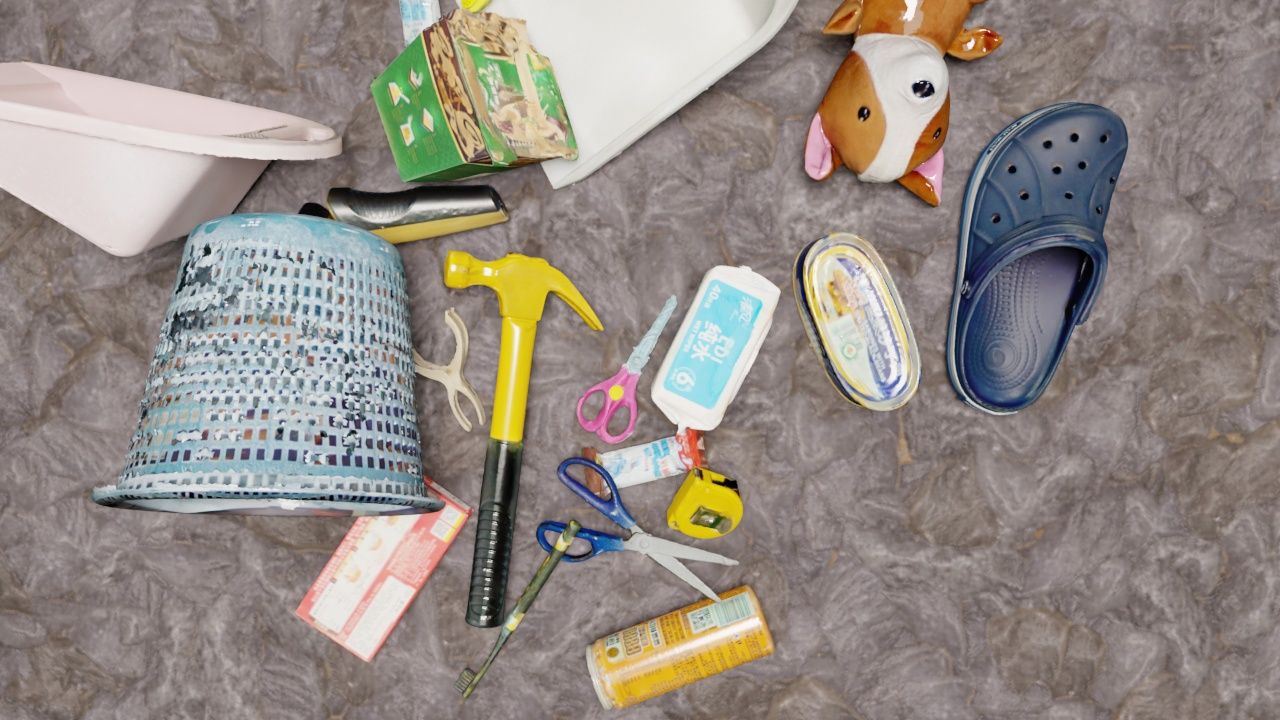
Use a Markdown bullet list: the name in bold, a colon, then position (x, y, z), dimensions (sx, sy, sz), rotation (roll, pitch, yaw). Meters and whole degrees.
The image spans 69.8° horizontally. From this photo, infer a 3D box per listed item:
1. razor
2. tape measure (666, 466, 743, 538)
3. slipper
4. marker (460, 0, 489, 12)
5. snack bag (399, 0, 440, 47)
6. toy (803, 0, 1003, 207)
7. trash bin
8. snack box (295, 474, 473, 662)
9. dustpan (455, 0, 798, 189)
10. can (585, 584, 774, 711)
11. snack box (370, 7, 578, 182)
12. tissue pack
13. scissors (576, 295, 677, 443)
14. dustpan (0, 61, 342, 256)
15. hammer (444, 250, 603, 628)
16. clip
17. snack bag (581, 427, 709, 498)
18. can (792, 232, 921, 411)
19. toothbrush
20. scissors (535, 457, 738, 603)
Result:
- **razor**: position (-0.191, -0.112, 0.741), dimensions (0.167, 0.062, 0.068), rotation (-9, 123, -4)
- **tape measure**: position (0.055, 0.120, 0.743), dimensions (0.057, 0.028, 0.060), rotation (20, 121, -16)
- **slipper**: position (0.302, -0.080, 0.709), dimensions (0.105, 0.095, 0.253), rotation (15, 97, -2)
- **marker**: position (-0.095, -0.312, 0.703), dimensions (0.124, 0.015, 0.018), rotation (-34, 91, 29)
- **snack bag**: position (-0.178, -0.281, 0.739), dimensions (0.045, 0.026, 0.105), rotation (-7, 92, 10)
- **toy**: position (0.200, -0.224, 0.694), dimensions (0.140, 0.130, 0.200), rotation (14, 103, -6)
- **trash bin**: position (-0.249, 0.009, 0.656), dimensions (0.226, 0.227, 0.195), rotation (0, 77, 1)
- **snack box**: position (-0.212, 0.167, 0.764), dimensions (0.075, 0.025, 0.153), rotation (34, 93, 0)
- **dustpan**: position (-0.007, -0.293, 0.679), dimensions (0.258, 0.142, 0.222), rotation (-28, 92, 1)
- **can**: position (0.033, 0.233, 0.746), dimensions (0.146, 0.058, 0.058), rotation (-21, 92, 2)
- **snack box**: position (-0.132, -0.187, 0.700), dimensions (0.106, 0.118, 0.117), rotation (-17, 92, 31)
- **tissue pack**: position (0.057, -0.009, 0.717), dimensions (0.063, 0.090, 0.140), rotation (26, 93, 0)
- **scissors**: position (-0.004, 0.004, 0.757), dimensions (0.054, 0.017, 0.133), rotation (30, 90, 16)
- **dustpan**: position (-0.367, -0.186, 0.660), dimensions (0.273, 0.222, 0.139), rotation (37, 105, -13)
- **hammer**: position (-0.107, 0.065, 0.735), dimensions (0.128, 0.033, 0.301), rotation (6, 95, -18)
- **clip**: position (-0.149, -0.001, 0.750), dimensions (0.102, 0.035, 0.094), rotation (40, 94, -6)
- **snack bag**: position (0.004, 0.085, 0.755), dimensions (0.104, 0.026, 0.048), rotation (-10, 88, 1)
- **can**: position (0.172, -0.031, 0.734), dimensions (0.074, 0.049, 0.148), rotation (-22, 92, 2)
- **toothbrush**: position (-0.103, 0.205, 0.759), dimensions (0.017, 0.012, 0.186), rotation (35, 102, 10)
- **scissors**: position (-0.012, 0.148, 0.744), dimensions (0.155, 0.012, 0.166), rotation (-33, 89, 22)
